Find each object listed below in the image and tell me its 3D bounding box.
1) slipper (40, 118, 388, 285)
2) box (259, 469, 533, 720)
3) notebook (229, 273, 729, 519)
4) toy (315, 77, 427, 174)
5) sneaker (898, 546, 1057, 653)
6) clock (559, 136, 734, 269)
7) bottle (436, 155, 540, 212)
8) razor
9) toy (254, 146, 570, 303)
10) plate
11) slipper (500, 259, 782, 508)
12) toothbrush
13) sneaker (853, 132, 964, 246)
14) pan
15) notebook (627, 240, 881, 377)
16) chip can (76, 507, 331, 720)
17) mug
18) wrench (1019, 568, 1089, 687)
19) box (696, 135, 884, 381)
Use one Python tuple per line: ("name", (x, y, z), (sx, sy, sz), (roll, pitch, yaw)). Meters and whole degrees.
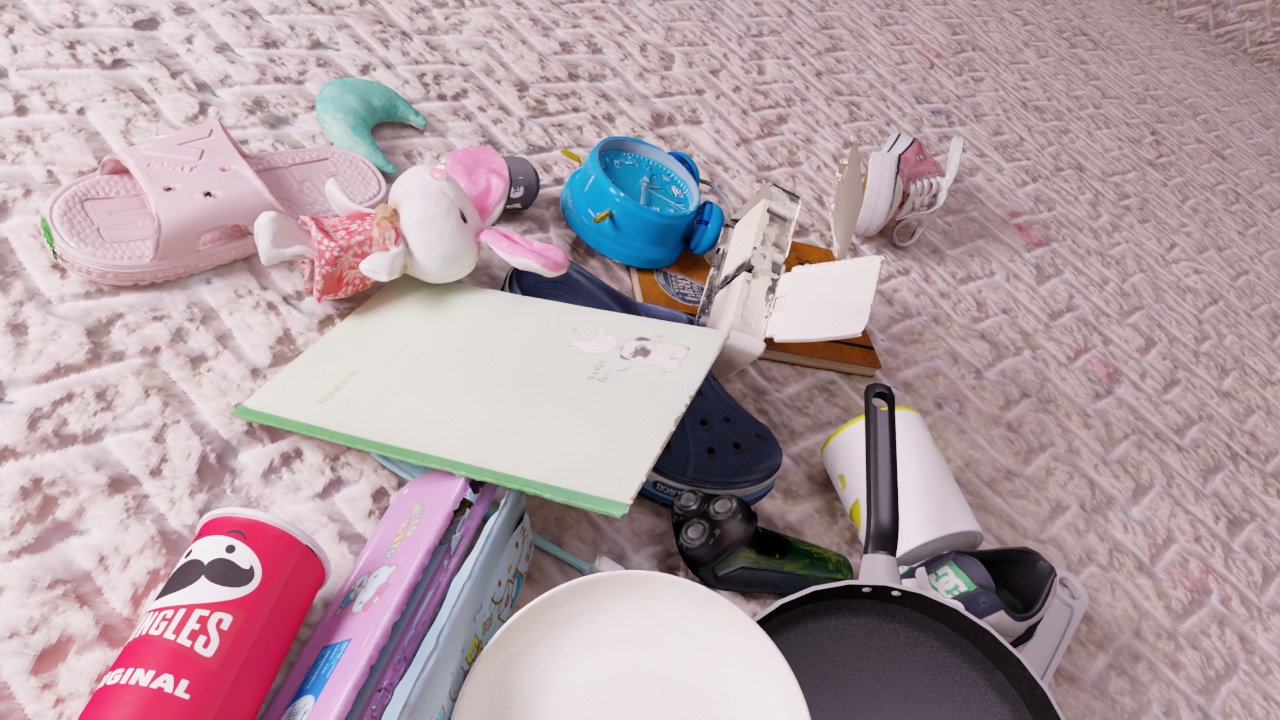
("slipper", (-0.280, -0.121, 0.630), (0.238, 0.065, 0.094), (-23, 64, -44))
("box", (-0.117, 0.143, 0.464), (0.096, 0.077, 0.213), (28, 42, -6))
("notebook", (-0.092, 0.008, 0.569), (0.253, 0.010, 0.181), (12, 37, 19))
("toy", (-0.227, -0.198, 0.761), (0.085, 0.033, 0.105), (31, 39, -18))
("sneaker", (0.176, 0.164, 0.593), (0.234, 0.079, 0.084), (-6, 41, -28))
("clock", (0.009, -0.138, 0.794), (0.161, 0.060, 0.116), (-2, 51, -33))
("bottle", (-0.135, -0.142, 0.746), (0.112, 0.047, 0.047), (-13, 58, -38))
("razor", (0.086, 0.125, 0.607), (0.151, 0.067, 0.053), (19, 38, -25))
("toy", (-0.161, -0.090, 0.632), (0.194, 0.084, 0.159), (-12, 48, -22))
("plate", (-0.004, 0.199, 0.459), (0.182, 0.034, 0.182), (2, 64, -4))
("slipper", (-0.004, 0.004, 0.651), (0.253, 0.095, 0.104), (42, 40, 17))
("toothbrush", (-0.089, 0.095, 0.570), (0.180, 0.017, 0.016), (29, 43, -1))
("sneaker", (0.290, -0.188, 0.998), (0.088, 0.118, 0.240), (21, 33, 15))
("pan", (0.138, 0.177, 0.526), (0.225, 0.034, 0.355), (8, 62, -4))
("notebook", (0.091, -0.060, 0.825), (0.249, 0.014, 0.178), (9, 46, -23))
("chip can", (-0.209, 0.169, 0.387), (0.069, 0.069, 0.220), (23, 43, -9))
("mug", (0.192, 0.099, 0.679), (0.082, 0.083, 0.106), (2, 50, -29))
("wrench", (0.263, 0.218, 0.657), (0.087, 0.018, 0.272), (43, 42, 15))
("box", (0.110, -0.063, 0.675), (0.069, 0.192, 0.143), (21, 70, -13))
